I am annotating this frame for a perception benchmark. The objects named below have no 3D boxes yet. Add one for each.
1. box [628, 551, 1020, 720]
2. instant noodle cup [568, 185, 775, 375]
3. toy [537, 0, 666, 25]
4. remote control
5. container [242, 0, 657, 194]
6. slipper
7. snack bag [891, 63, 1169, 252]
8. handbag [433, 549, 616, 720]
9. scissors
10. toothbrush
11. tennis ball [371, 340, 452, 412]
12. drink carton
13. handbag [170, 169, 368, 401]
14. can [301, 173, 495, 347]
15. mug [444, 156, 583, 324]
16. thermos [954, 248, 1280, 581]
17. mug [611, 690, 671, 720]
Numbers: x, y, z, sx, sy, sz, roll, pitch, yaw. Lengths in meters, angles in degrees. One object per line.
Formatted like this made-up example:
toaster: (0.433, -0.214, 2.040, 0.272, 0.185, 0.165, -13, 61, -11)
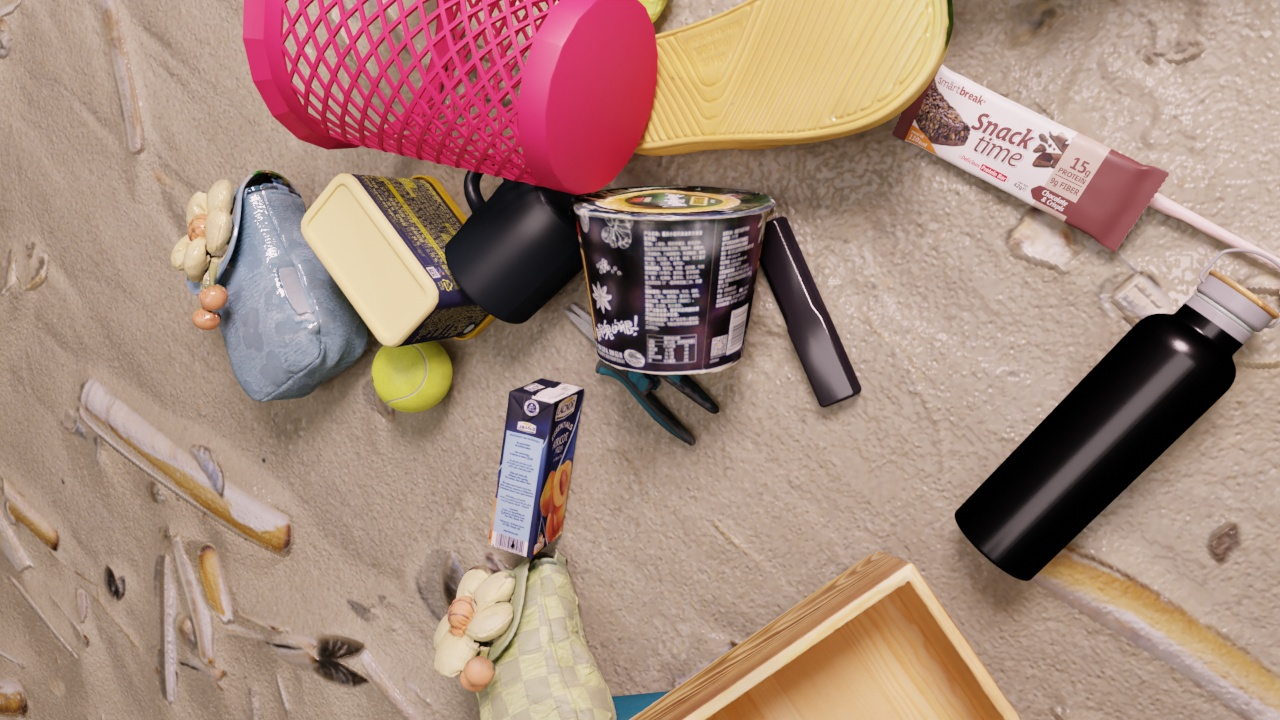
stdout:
box: (0.122, 0.306, 0.483, 0.282, 0.315, 0.279, -34, 86, -1)
instant noodle cup: (0.020, -0.056, 0.627, 0.137, 0.137, 0.112, 8, 109, 23)
toy: (-0.029, -0.266, 0.662, 0.115, 0.046, 0.092, -41, 79, 30)
remote control: (0.114, -0.034, 0.647, 0.032, 0.015, 0.136, -24, 87, 25)
container: (-0.116, -0.205, 0.621, 0.226, 0.182, 0.183, 23, 106, 24)
slipper: (0.086, -0.188, 0.608, 0.264, 0.078, 0.099, 1, 99, 41)
snack bag: (0.235, -0.129, 0.568, 0.158, 0.013, 0.057, 35, 130, 19)
handbag: (-0.096, 0.238, 0.706, 0.113, 0.116, 0.186, -42, 46, 20)
scissors: (-0.004, 0.011, 0.705, 0.128, 0.019, 0.140, -8, 92, 25)
toothbrush: (0.322, -0.084, 0.548, 0.181, 0.015, 0.018, 35, 115, 15)
tennis ball: (-0.189, 0.010, 0.760, 0.065, 0.065, 0.065, 4, 99, 23)
drink carton: (-0.082, 0.082, 0.724, 0.040, 0.064, 0.130, 13, 103, 16)
handbag: (-0.328, -0.061, 0.784, 0.122, 0.118, 0.192, -29, 80, 24)
can: (-0.183, -0.080, 0.723, 0.075, 0.104, 0.135, -42, 80, 23)
mug: (-0.094, -0.104, 0.693, 0.095, 0.085, 0.121, -40, 74, 22)
thermos: (0.291, 0.032, 0.553, 0.061, 0.061, 0.232, 41, 111, 13)
mug: (0.027, 0.289, 0.702, 0.122, 0.078, 0.078, -12, 93, 29)
